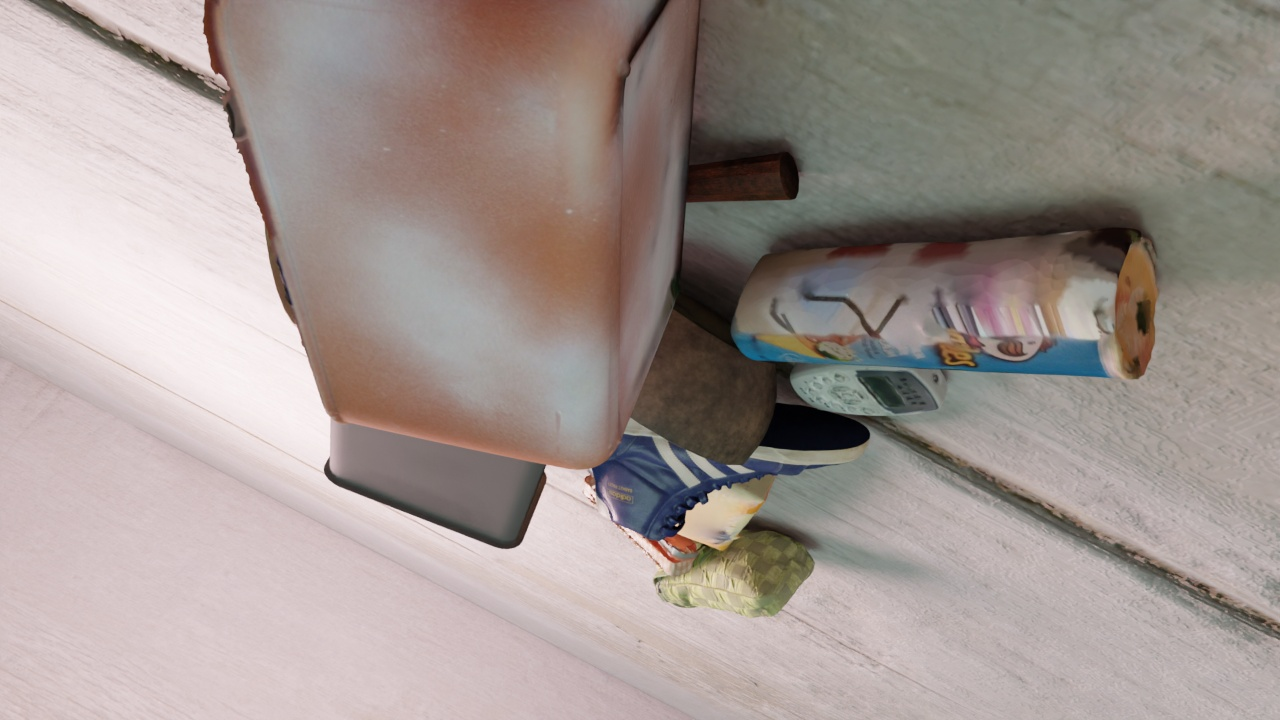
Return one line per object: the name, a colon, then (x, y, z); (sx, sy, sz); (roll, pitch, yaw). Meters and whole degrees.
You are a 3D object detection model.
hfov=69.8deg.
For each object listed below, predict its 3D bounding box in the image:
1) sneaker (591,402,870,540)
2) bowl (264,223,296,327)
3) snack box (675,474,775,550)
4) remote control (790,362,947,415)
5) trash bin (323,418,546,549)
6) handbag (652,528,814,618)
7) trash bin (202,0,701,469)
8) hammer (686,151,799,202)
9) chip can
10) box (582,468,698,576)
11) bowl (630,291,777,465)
sneaker: (0.062, 0.099, 0.757); (0.233, 0.091, 0.118); (7, 112, 11)
bowl: (-0.277, -0.104, 0.789); (0.152, 0.050, 0.152); (20, 116, 51)
snack box: (0.047, 0.115, 0.906); (0.145, 0.080, 0.196); (26, 155, 5)
remote control: (0.161, 0.014, 0.660); (0.115, 0.028, 0.060); (-3, 141, 48)
trash bin: (-0.160, 0.046, 0.773); (0.192, 0.097, 0.220); (22, 141, -3)
handbag: (0.096, 0.222, 1.045); (0.187, 0.113, 0.117); (-4, 127, 44)
trash bin: (-0.064, -0.086, 0.449); (0.157, 0.181, 0.260); (13, 135, 9)
hammer: (-0.045, -0.108, 0.590); (0.301, 0.028, 0.111); (2, 159, 30)
chip can: (0.159, -0.032, 0.523); (0.230, 0.079, 0.080); (3, 145, 42)
box: (-0.005, 0.181, 1.040); (0.187, 0.057, 0.060); (38, 171, 44)
bowl: (0.027, -0.001, 0.651); (0.162, 0.070, 0.162); (31, -168, -7)
